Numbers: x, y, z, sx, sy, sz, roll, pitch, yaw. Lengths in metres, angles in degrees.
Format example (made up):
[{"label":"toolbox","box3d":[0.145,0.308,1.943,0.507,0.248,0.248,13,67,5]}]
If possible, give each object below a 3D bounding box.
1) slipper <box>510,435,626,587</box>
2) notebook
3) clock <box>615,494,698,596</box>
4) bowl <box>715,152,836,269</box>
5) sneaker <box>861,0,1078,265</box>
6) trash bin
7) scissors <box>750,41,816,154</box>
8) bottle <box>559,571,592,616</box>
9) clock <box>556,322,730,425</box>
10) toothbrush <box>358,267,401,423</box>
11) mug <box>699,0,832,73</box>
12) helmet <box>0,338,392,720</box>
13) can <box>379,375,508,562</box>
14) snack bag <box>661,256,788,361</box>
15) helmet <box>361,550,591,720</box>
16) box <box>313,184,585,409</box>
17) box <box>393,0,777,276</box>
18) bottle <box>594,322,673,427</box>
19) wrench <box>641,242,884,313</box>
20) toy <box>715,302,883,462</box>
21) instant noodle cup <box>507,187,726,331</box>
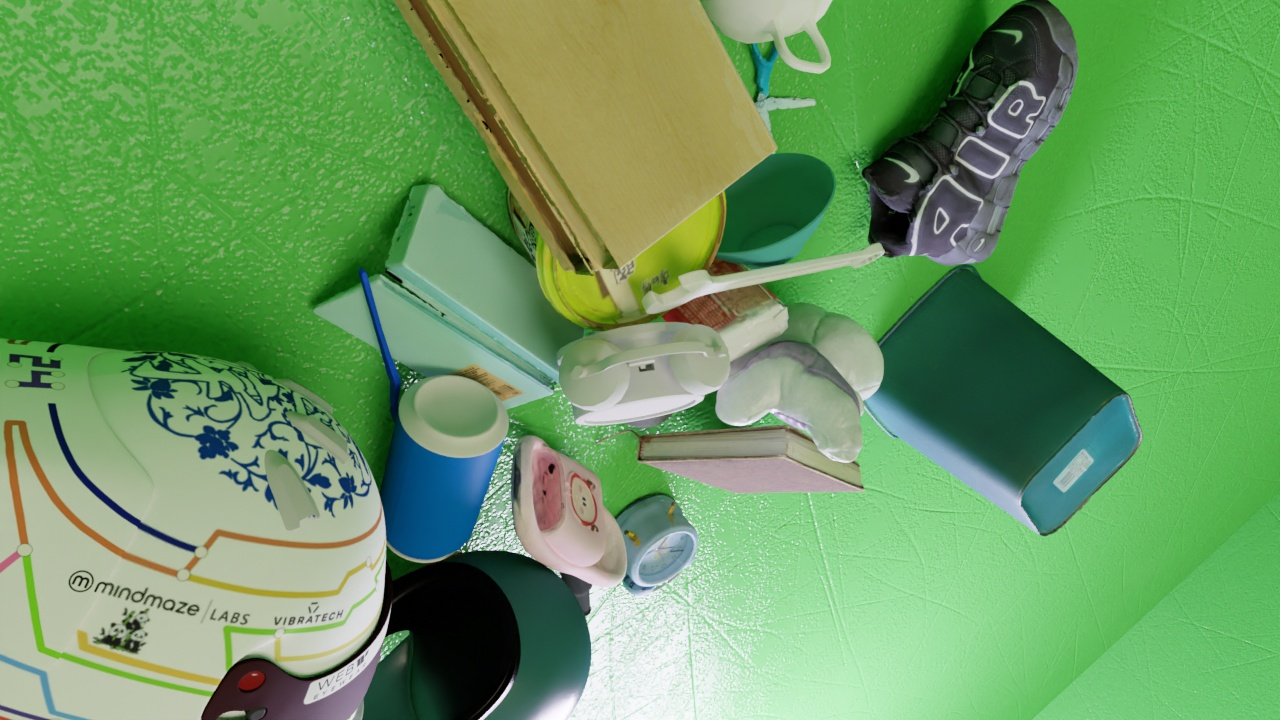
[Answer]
[{"label":"slipper","box3d":[-0.058,0.136,0.810,0.056,0.106,0.221,-17,146,14]},{"label":"notebook","box3d":[0.092,0.099,0.879,0.215,0.190,0.034,27,62,-56]},{"label":"clock","box3d":[0.016,0.196,0.952,0.088,0.051,0.125,-29,136,-18]},{"label":"bowl","box3d":[0.095,-0.105,0.710,0.121,0.121,0.046,-35,130,-9]},{"label":"sneaker","box3d":[0.264,-0.188,0.799,0.150,0.097,0.253,-14,136,-25]},{"label":"trash bin","box3d":[0.389,0.051,0.992,0.196,0.218,0.199,-47,137,4]},{"label":"scissors","box3d":[0.087,-0.198,0.716,0.127,0.014,0.127,-39,142,-10]},{"label":"bottle","box3d":[-0.064,0.218,0.924,0.033,0.033,0.123,-25,135,-19]},{"label":"clock","box3d":[-0.002,0.005,0.650,0.119,0.061,0.159,-8,169,-12]},{"label":"toothbrush","box3d":[-0.176,-0.002,0.642,0.011,0.016,0.187,-31,152,-25]},{"label":"mug","box3d":[0.085,-0.241,0.601,0.076,0.124,0.090,-16,167,-37]},{"label":"helmet","box3d":[-0.266,0.116,0.540,0.314,0.231,0.236,31,99,-42]},{"label":"can","box3d":[-0.153,0.084,0.696,0.078,0.079,0.146,-8,139,-33]},{"label":"snack bag","box3d":[0.055,-0.050,0.735,0.077,0.116,0.036,-27,141,-16]},{"label":"helmet","box3d":[-0.169,0.281,0.790,0.275,0.176,0.200,-32,154,0]},{"label":"box","box3d":[-0.129,-0.036,0.672,0.113,0.078,0.187,-26,142,25]},{"label":"box","box3d":[-0.044,-0.183,0.490,0.128,0.092,0.249,-42,113,-23]},{"label":"bottle","box3d":[-0.005,0.005,0.774,0.060,0.060,0.108,-32,137,-12]},{"label":"wrench","box3d":[0.105,-0.067,0.695,0.272,0.009,0.047,-14,166,-43]},{"label":"toy","box3d":[0.137,0.007,0.780,0.208,0.138,0.086,-45,151,-66]},{"label":"instant noodle cup","box3d":[-0.023,-0.103,0.645,0.146,0.098,0.146,-20,133,-24]}]
